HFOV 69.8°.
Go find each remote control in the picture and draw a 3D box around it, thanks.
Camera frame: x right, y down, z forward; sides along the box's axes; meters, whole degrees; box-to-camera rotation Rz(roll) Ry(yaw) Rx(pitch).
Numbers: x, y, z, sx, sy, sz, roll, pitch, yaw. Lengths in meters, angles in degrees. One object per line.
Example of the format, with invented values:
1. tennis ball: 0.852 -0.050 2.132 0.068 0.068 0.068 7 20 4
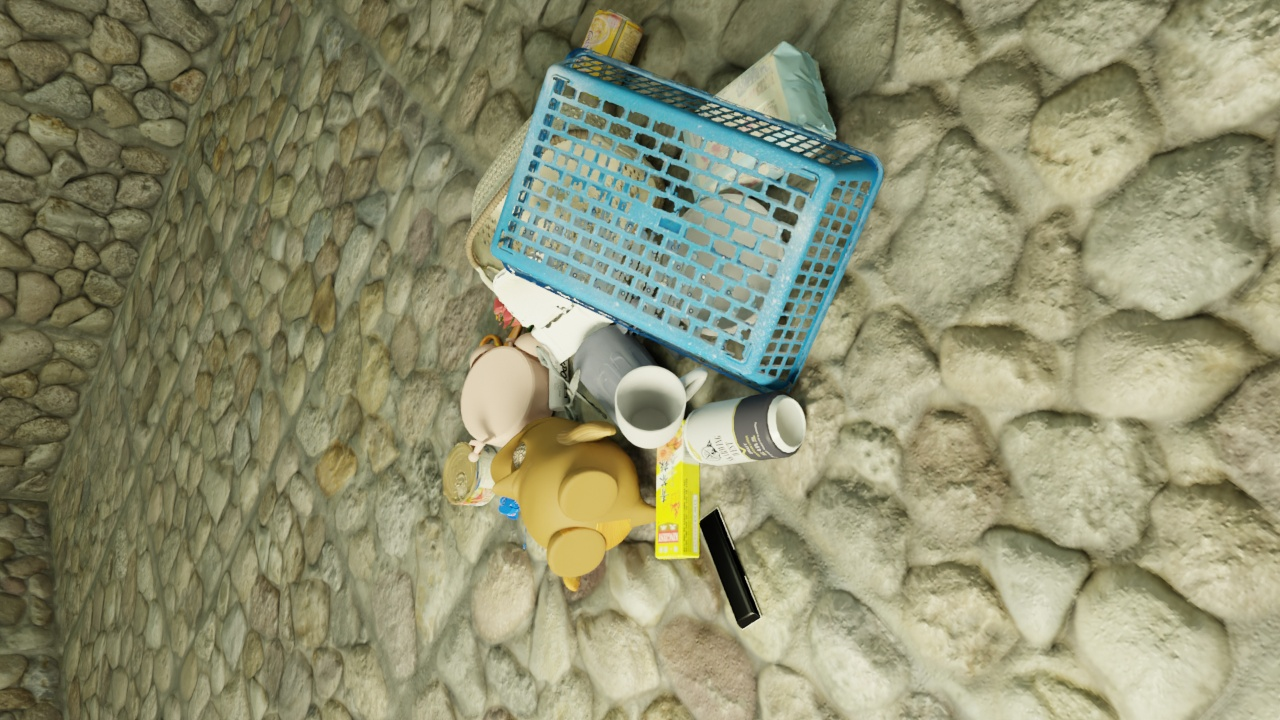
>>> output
1. remote control: 0.089 0.210 0.934 0.028 0.011 0.124 -43 52 31

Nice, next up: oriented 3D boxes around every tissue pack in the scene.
1. tissue pack: 0.119 -0.241 0.979 0.182 0.070 0.112 -31 58 40

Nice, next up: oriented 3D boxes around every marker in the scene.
1. marker: -0.106 0.002 1.186 0.025 0.025 0.125 -17 68 43

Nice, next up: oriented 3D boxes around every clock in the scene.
1. clock: -0.181 0.044 1.205 0.131 0.086 0.160 -12 62 34

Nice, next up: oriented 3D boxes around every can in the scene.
1. can: 0.099 0.070 0.920 0.128 0.064 0.064 -14 70 44
2. can: -0.046 -0.396 1.194 0.068 0.067 0.105 36 106 45
3. can: -0.234 0.158 1.268 0.086 0.043 0.086 -15 69 44

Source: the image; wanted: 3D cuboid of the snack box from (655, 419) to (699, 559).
1. snack box: 0.040 0.139 0.991 0.040 0.028 0.147 -14 70 44

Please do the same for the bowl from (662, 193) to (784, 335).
1. bowl: 0.095 -0.100 0.978 0.150 0.043 0.149 -2 86 37

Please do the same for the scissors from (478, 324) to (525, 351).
1. scissors: -0.191 -0.004 1.287 0.126 0.011 0.127 -4 75 44

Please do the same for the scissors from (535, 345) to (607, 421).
1. scissors: -0.081 0.042 1.085 0.141 0.014 0.174 47 157 27

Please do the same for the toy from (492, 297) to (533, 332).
1. toy: -0.167 -0.077 1.256 0.103 0.046 0.084 18 81 56

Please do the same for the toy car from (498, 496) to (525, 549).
1. toy car: -0.147 0.189 1.191 0.033 0.062 0.091 1 51 48

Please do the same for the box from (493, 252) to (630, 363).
1. box: -0.103 -0.080 1.091 0.109 0.137 0.125 -39 14 32

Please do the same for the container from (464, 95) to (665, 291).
1. container: -0.099 -0.198 1.125 0.247 0.184 0.142 -42 42 28

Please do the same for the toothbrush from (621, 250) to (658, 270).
1. toothbrush: 0.037 -0.142 1.080 0.168 0.014 0.014 -30 48 39

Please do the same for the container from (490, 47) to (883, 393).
1. container: 0.022 -0.142 0.912 0.362 0.089 0.257 26 105 19

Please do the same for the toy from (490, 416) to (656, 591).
1. toy: -0.091 0.135 1.049 0.203 0.162 0.199 41 123 56

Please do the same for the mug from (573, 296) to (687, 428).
1. mug: -0.006 0.006 1.037 0.124 0.083 0.104 -56 47 18

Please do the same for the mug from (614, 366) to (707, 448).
1. mug: 0.025 0.046 0.958 0.107 0.089 0.071 -33 71 -13
